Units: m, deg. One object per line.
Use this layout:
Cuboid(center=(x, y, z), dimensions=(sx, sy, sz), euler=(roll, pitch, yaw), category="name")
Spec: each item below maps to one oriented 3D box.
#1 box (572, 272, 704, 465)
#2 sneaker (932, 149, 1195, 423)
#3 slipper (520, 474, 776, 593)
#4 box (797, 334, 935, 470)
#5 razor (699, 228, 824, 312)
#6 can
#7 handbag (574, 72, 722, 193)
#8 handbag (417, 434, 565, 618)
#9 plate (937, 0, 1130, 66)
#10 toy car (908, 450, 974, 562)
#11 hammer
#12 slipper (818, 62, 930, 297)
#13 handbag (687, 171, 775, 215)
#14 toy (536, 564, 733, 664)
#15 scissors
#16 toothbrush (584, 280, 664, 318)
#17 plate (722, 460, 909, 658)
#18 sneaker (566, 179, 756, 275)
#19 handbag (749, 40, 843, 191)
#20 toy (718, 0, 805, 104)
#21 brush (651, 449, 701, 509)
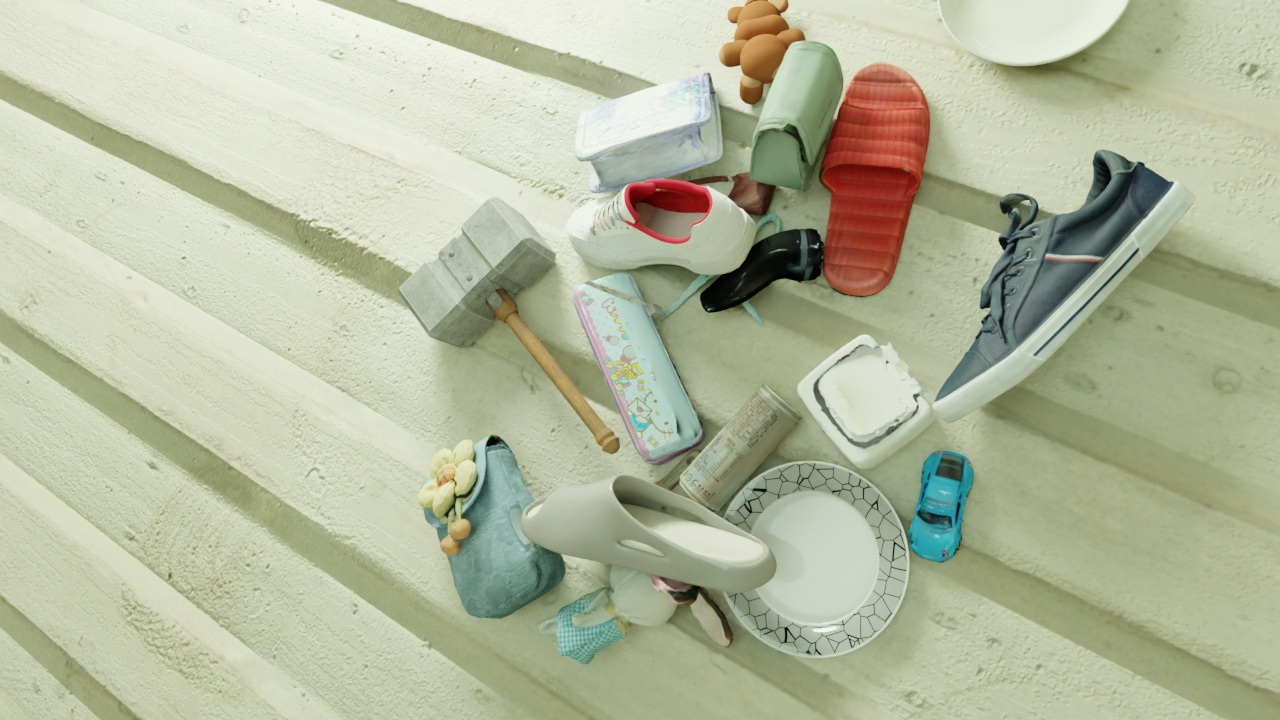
Cuboid(center=(-0.003, 0.006, 0.995), dimensions=(0.078, 0.065, 0.214), euler=(-25, 71, 1), category="box")
Cuboid(center=(0.353, -0.075, 0.844), dimensions=(0.127, 0.120, 0.294), euler=(41, 93, 10), category="sneaker")
Cuboid(center=(0.005, 0.152, 0.899), dimensions=(0.266, 0.112, 0.081), euler=(11, 110, 28), category="slipper")
Cuboid(center=(0.217, 0.037, 0.882), dimensions=(0.102, 0.091, 0.107), euler=(-39, 71, 11), category="box")
Cuboid(center=(0.128, -0.088, 0.956), dimensions=(0.141, 0.053, 0.064), euler=(-31, 110, 17), category="razor")
Cuboid(center=(0.101, 0.090, 0.935), dimensions=(0.054, 0.054, 0.136), euler=(44, 96, 23), category="can")
Cuboid(center=(0.011, -0.256, 1.026), dimensions=(0.159, 0.069, 0.126), euler=(-14, 44, 15), category="handbag")
Cuboid(center=(-0.172, 0.178, 0.990), dimensions=(0.122, 0.118, 0.191), euler=(-32, 65, 12), category="handbag")
Cuboid(center=(0.395, -0.374, 0.922), dimensions=(0.183, 0.034, 0.182), euler=(-4, 78, 21), category="plate")
Cuboid(center=(0.284, 0.138, 0.866), dimensions=(0.048, 0.032, 0.105), euler=(13, 86, 22), category="toy car")
Cuboid(center=(-0.120, -0.017, 1.026), dimensions=(0.163, 0.083, 0.317), euler=(-43, 68, 8), category="hammer")
Cuboid(center=(0.235, -0.191, 0.936), dimensions=(0.104, 0.059, 0.248), euler=(6, 83, 23), category="slipper")
Cuboid(center=(0.086, -0.186, 1.010), dimensions=(0.120, 0.029, 0.055), euler=(7, 62, 29), category="handbag")
Cuboid(center=(-0.015, 0.251, 0.943), dimensions=(0.206, 0.131, 0.105), euler=(-24, 41, 24), category="toy")
Cuboid(center=(0.082, -0.103, 1.002), dimensions=(0.172, 0.021, 0.171), euler=(-42, 72, 5), category="scissors")
Cuboid(center=(-0.013, -0.060, 0.928), dimensions=(0.010, 0.181, 0.010), euler=(-27, 75, 19), category="toothbrush")
Cuboid(center=(0.168, 0.195, 0.908), dimensions=(0.189, 0.016, 0.188), euler=(-4, 78, 20), category="plate")
Cuboid(center=(-0.001, -0.153, 0.972), dimensions=(0.237, 0.104, 0.090), euler=(13, 74, 38), category="sneaker")
Cuboid(center=(0.160, -0.245, 0.937), dimensions=(0.067, 0.106, 0.121), euler=(17, 67, 15), category="handbag")
Cuboid(center=(0.133, -0.354, 1.014), dimensions=(0.095, 0.065, 0.127), euler=(-9, 68, 11), category="toy")
Cuboid(center=(0.010, 0.148, 0.982), dimensions=(0.151, 0.012, 0.039), euler=(-43, 67, 7), category="brush")
